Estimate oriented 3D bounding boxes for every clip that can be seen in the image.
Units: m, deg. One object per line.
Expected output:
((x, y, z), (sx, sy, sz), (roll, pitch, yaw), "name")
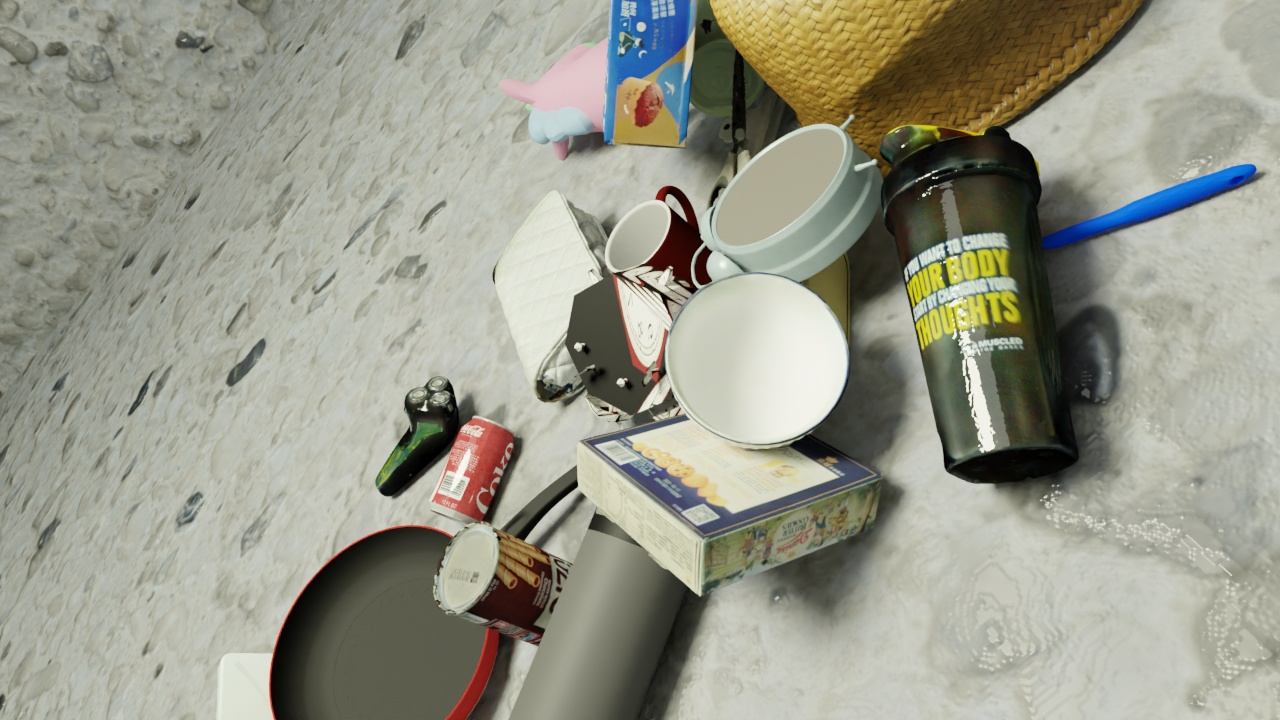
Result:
((0.107, -0.209, 0.857), (0.059, 0.050, 0.101), (-8, 57, 52), "clip")

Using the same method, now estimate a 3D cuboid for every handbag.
((-0.076, -0.064, 0.894), (0.139, 0.072, 0.194), (-50, 38, 21), "handbag")

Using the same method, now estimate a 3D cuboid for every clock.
((0.100, -0.106, 0.667), (0.160, 0.045, 0.122), (-34, 33, 23), "clock")
((-0.004, 0.004, 0.732), (0.115, 0.064, 0.155), (2, 107, 35), "clock")

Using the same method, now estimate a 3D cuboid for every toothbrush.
((0.282, -0.080, 0.575), (0.183, 0.016, 0.018), (-21, 54, 36), "toothbrush")

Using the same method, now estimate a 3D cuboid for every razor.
((-0.240, 0.082, 0.964), (0.152, 0.067, 0.054), (-49, 34, 20), "razor")

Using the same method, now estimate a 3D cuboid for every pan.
((-0.158, 0.198, 0.786), (0.356, 0.067, 0.209), (-37, 50, -5), "pan")

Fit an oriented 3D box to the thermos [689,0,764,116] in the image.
((0.072, -0.327, 0.911), (0.082, 0.082, 0.231), (-34, 35, 25), "thermos")

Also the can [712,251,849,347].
((0.104, -0.037, 0.697), (0.092, 0.056, 0.116), (-19, 51, 38), "can")

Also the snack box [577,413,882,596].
((0.055, 0.080, 0.600), (0.144, 0.144, 0.043), (31, 126, 52), "snack box")

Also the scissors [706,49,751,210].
((0.076, -0.181, 0.795), (0.121, 0.012, 0.171), (-30, 78, 47), "scissors")

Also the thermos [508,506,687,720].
((-0.030, 0.208, 0.638), (0.082, 0.082, 0.240), (6, 68, 48), "thermos")

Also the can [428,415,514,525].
((-0.159, 0.105, 0.869), (0.054, 0.054, 0.096), (4, 66, 47), "can")

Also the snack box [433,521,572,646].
((-0.086, 0.174, 0.690), (0.072, 0.121, 0.072), (-27, 45, 31), "snack box")

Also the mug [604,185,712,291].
((0.027, -0.100, 0.800), (0.073, 0.082, 0.105), (-9, 57, 42), "mug")

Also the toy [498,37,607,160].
((-0.043, -0.287, 0.996), (0.171, 0.120, 0.222), (-41, 39, 2), "toy")

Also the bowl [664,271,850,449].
((0.075, 0.007, 0.612), (0.118, 0.062, 0.118), (0, 70, 1), "bowl")

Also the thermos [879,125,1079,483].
((0.205, -0.041, 0.554), (0.098, 0.098, 0.220), (-21, 60, 36), "thermos")

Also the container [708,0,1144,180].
((0.197, -0.322, 0.698), (0.308, 0.196, 0.306), (-26, 45, 30), "container")

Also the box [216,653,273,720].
((-0.291, 0.337, 0.774), (0.041, 0.134, 0.197), (-57, 35, 26), "box")

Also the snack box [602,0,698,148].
((0.007, -0.291, 0.773), (0.155, 0.069, 0.203), (-100, 14, -70), "snack box")
